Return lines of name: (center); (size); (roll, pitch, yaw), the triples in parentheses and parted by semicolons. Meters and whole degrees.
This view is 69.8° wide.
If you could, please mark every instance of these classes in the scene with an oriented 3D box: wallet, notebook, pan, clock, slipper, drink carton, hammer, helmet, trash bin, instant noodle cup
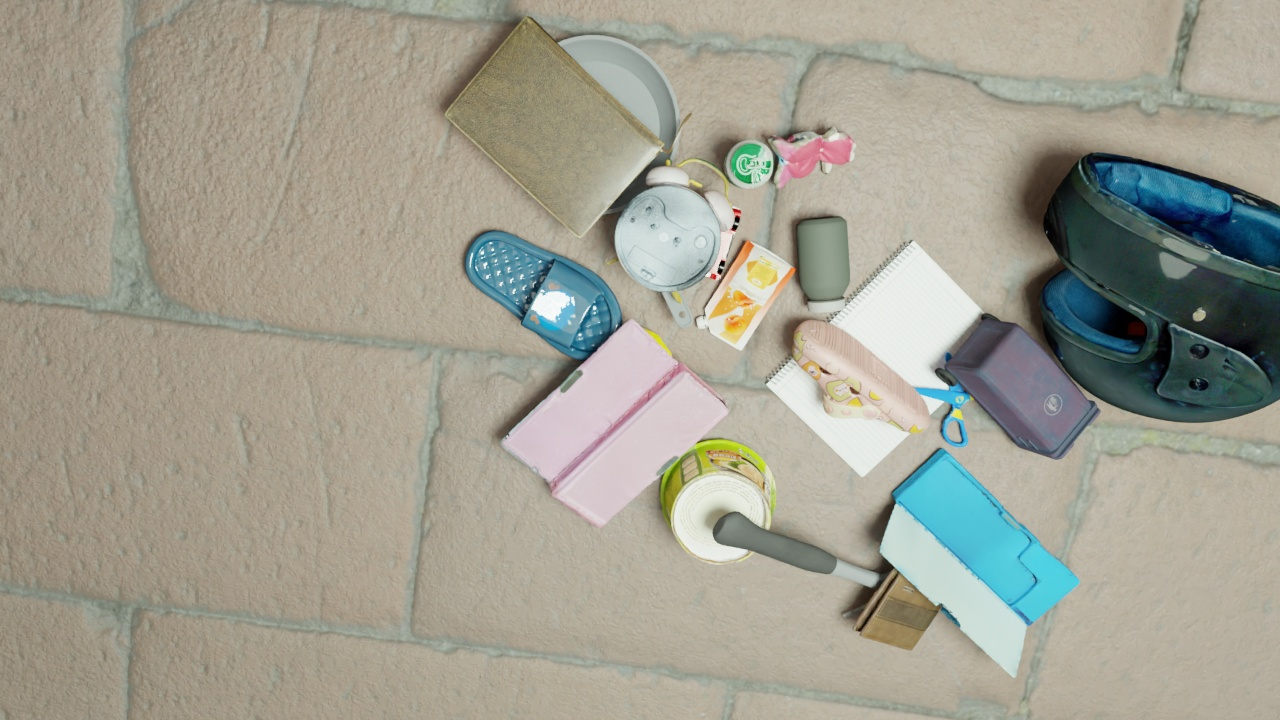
wallet: (0.330, 0.313, 1.153); (0.121, 0.027, 0.099); (25, 102, -35)
notebook: (0.301, 0.000, 1.125); (0.178, 0.013, 0.246); (43, 100, -7)
pan: (-0.020, -0.202, 1.078); (0.201, 0.050, 0.356); (-25, 99, 7)
clock: (0.039, -0.153, 1.034); (0.117, 0.058, 0.158); (29, 97, -4)
slipper: (0.251, 0.031, 1.090); (0.197, 0.093, 0.082); (34, 121, -9)
drink carton: (0.125, -0.076, 1.109); (0.069, 0.038, 0.122); (30, 107, -4)
hammer: (0.210, 0.244, 1.104); (0.310, 0.029, 0.125); (23, 105, -29)
helmet: (0.559, -0.059, 0.989); (0.316, 0.248, 0.237); (18, 130, -2)
trash bin: (0.445, 0.033, 1.076); (0.161, 0.092, 0.093); (42, 86, -16)
slipper: (-0.115, -0.082, 1.096); (0.214, 0.059, 0.104); (34, 97, 2)
notebook: (-0.081, -0.274, 1.034); (0.215, 0.034, 0.190); (44, 99, -3)
instant noodle cup: (0.097, 0.177, 1.123); (0.146, 0.097, 0.146); (0, 101, 2)

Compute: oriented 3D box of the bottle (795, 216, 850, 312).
bottle: (0.216, -0.113, 1.081); (0.060, 0.060, 0.108); (-5, 101, 3)

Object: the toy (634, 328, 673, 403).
toy: (-0.007, 0.007, 1.124); (0.094, 0.041, 0.095); (-15, 100, 2)

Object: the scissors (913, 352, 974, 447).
scissors: (0.396, 0.046, 1.123); (0.127, 0.015, 0.125); (-20, 107, -2)

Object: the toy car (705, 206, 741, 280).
toy car: (0.090, -0.144, 1.098); (0.038, 0.025, 0.089); (18, 102, -1)

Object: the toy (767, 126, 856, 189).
toy: (0.197, -0.244, 1.068); (0.102, 0.050, 0.065); (-12, 132, -5)

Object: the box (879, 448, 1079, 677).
box: (0.408, 0.250, 1.142); (0.243, 0.071, 0.170); (43, 74, -6)

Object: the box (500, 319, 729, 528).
box: (-0.031, 0.083, 1.111); (0.179, 0.039, 0.233); (40, 105, -23)

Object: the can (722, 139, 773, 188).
can: (0.122, -0.222, 1.043); (0.053, 0.101, 0.053); (0, 101, 2)
